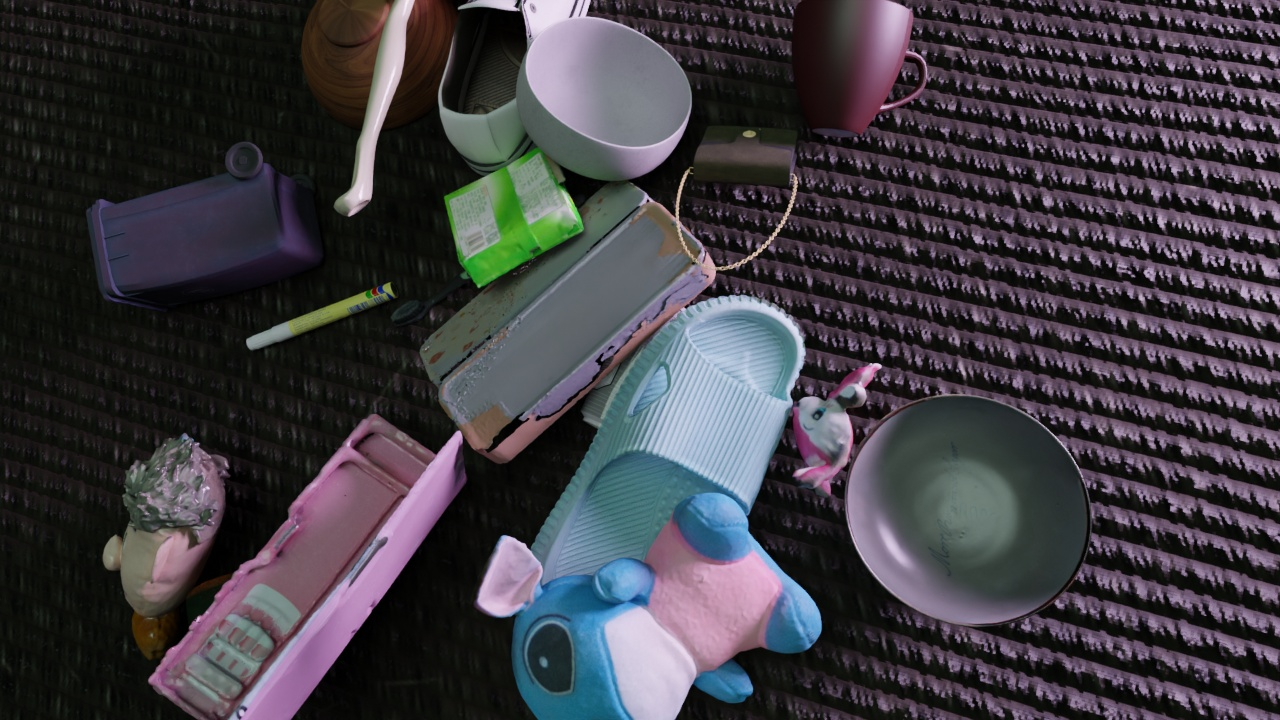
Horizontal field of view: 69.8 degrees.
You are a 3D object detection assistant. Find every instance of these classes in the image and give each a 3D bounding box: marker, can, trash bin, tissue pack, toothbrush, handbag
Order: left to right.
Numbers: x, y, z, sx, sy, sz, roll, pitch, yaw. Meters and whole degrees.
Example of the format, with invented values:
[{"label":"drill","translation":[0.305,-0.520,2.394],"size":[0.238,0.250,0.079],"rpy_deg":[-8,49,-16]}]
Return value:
[{"label":"trash bin","translation":[-0.356,-0.104,0.752],"size":[0.161,0.093,0.092],"rpy_deg":[-14,84,6]},{"label":"marker","translation":[-0.263,-0.036,0.757],"size":[0.132,0.014,0.014],"rpy_deg":[-20,74,6]},{"label":"toothbrush","translation":[-0.123,-0.080,0.733],"size":[0.188,0.017,0.014],"rpy_deg":[-33,74,7]},{"label":"tissue pack","translation":[-0.099,-0.115,0.713],"size":[0.099,0.034,0.114],"rpy_deg":[-28,42,4]},{"label":"can","translation":[-0.004,0.004,0.681],"size":[0.044,0.044,0.106],"rpy_deg":[24,82,15]},{"label":"handbag","translation":[0.067,-0.118,0.653],"size":[0.084,0.027,0.177],"rpy_deg":[6,42,13]}]

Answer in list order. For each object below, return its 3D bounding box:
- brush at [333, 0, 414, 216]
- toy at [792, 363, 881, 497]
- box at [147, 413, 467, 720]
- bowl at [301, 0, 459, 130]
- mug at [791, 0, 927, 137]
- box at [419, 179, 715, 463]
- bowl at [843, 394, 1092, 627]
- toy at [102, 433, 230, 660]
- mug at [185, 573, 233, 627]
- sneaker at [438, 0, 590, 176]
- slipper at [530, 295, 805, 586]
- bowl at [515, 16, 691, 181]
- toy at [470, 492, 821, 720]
[{"label":"brush","translation":[-0.190,-0.234,0.711],"size":[0.077,0.062,0.271],"rpy_deg":[16,73,-9]},{"label":"toy","translation":[0.129,0.042,0.635],"size":[0.050,0.065,0.102],"rpy_deg":[25,84,15]},{"label":"box","translation":[-0.212,0.133,0.608],"size":[0.099,0.115,0.232],"rpy_deg":[35,60,1]},{"label":"bowl","translation":[-0.230,-0.278,0.779],"size":[0.147,0.069,0.147],"rpy_deg":[-3,76,11]},{"label":"mug","translation":[0.165,-0.213,0.690],"size":[0.114,0.087,0.088],"rpy_deg":[6,96,-19]},{"label":"box","translation":[-0.063,-0.039,0.680],"size":[0.216,0.063,0.157],"rpy_deg":[-41,38,1]},{"label":"bowl","translation":[0.212,0.100,0.609],"size":[0.151,0.057,0.150],"rpy_deg":[-3,76,11]},{"label":"toy","translation":[-0.361,0.139,0.693],"size":[0.076,0.133,0.176],"rpy_deg":[11,95,-18]},{"label":"mug","translation":[-0.270,0.195,0.668],"size":[0.111,0.085,0.081],"rpy_deg":[-19,72,5]},{"label":"sneaker","translation":[-0.108,-0.281,0.741],"size":[0.091,0.097,0.245],"rpy_deg":[16,81,14]},{"label":"slipper","translation":[0.019,0.073,0.633],"size":[0.116,0.069,0.276],"rpy_deg":[35,88,-13]},{"label":"bowl","translation":[-0.032,-0.194,0.709],"size":[0.131,0.065,0.131],"rpy_deg":[9,59,-15]},{"label":"toy","translation":[0.001,0.163,0.580],"size":[0.191,0.099,0.224],"rpy_deg":[-35,112,2]}]
